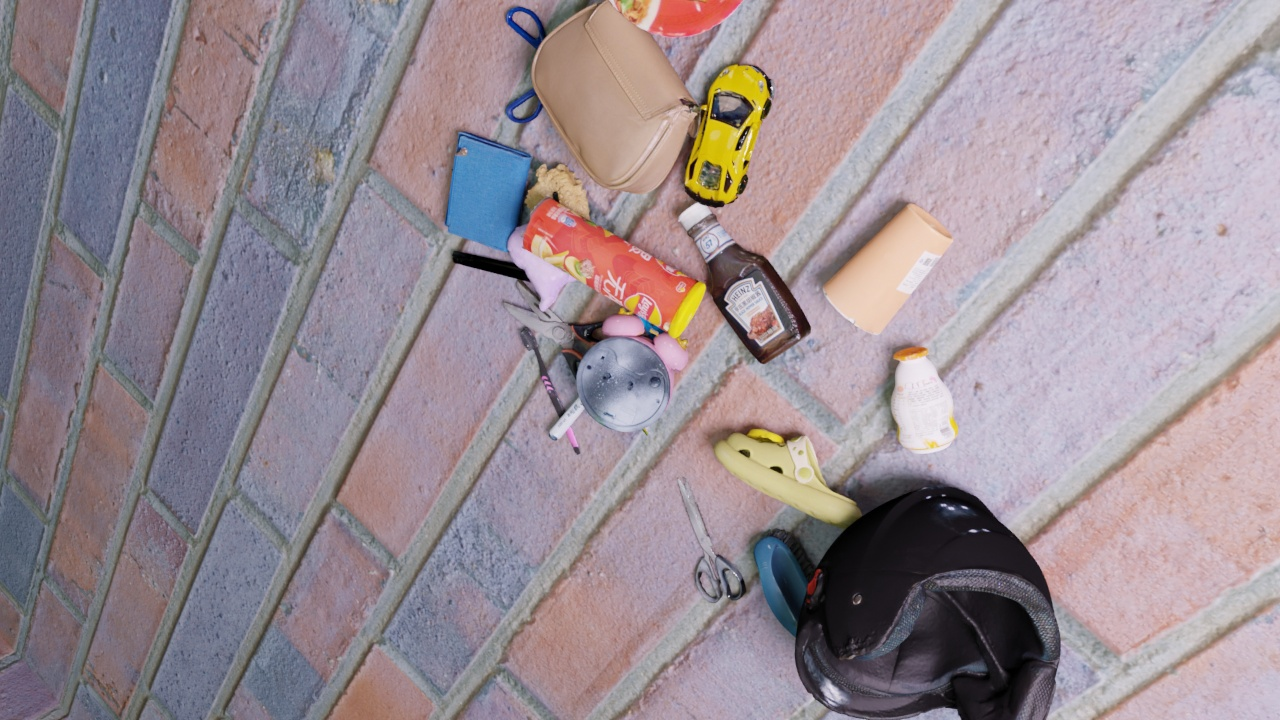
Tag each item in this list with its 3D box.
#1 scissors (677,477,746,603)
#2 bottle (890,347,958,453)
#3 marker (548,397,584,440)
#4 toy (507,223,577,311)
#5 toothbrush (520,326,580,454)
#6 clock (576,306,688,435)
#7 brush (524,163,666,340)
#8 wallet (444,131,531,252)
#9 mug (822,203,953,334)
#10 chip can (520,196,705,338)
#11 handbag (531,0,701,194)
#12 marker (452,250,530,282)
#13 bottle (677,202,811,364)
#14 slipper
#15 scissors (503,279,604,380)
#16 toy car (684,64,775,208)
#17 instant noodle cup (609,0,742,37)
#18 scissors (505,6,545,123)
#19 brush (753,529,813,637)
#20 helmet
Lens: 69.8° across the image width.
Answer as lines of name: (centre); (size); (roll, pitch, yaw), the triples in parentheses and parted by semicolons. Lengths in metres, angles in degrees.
scissors: (0.092, 0.233, 1.188); (0.137, 0.014, 0.175); (21, 113, 24)
bottle: (0.296, 0.041, 0.971); (0.063, 0.063, 0.108); (-8, 104, 31)
marker: (-0.082, 0.058, 1.214); (0.022, 0.018, 0.131); (50, 118, 17)
toy: (-0.123, -0.129, 1.163); (0.084, 0.039, 0.108); (-37, 82, 7)
toothbrush: (-0.121, 0.043, 1.238); (0.014, 0.017, 0.189); (-17, 99, 32)
clock: (-0.007, 0.006, 1.107); (0.117, 0.059, 0.159); (26, 109, 9)
brush: (-0.051, -0.131, 1.128); (0.083, 0.045, 0.254); (-38, 90, 30)
wallet: (-0.199, -0.216, 1.178); (0.106, 0.040, 0.133); (21, 116, 12)
mug: (0.257, -0.096, 0.942); (0.078, 0.078, 0.123); (44, 118, 10)
chip can: (-0.032, -0.109, 1.062); (0.216, 0.073, 0.073); (31, 120, 11)
handbag: (-0.024, -0.288, 1.010); (0.148, 0.099, 0.204); (-39, 74, 31)
marker: (-0.193, -0.126, 1.216); (0.132, 0.020, 0.022); (15, 157, 25)
bottle: (0.112, -0.093, 1.042); (0.080, 0.043, 0.195); (-37, 87, 36)
slipper: (0.179, 0.128, 1.068); (0.191, 0.091, 0.081); (27, 81, 28)
scissors: (-0.083, -0.031, 1.181); (0.216, 0.015, 0.195); (-12, 89, 26)
toy car: (0.093, -0.245, 1.000); (0.071, 0.041, 0.156); (27, 117, 19)
instant noodle cup: (0.046, -0.431, 0.929); (0.194, 0.065, 0.194); (11, 116, 23)
scissors: (-0.107, -0.345, 1.096); (0.173, 0.012, 0.163); (44, 120, 8)
brush: (0.181, 0.281, 1.115); (0.055, 0.073, 0.144); (-26, 94, 38)
helmet: (0.290, 0.265, 0.958); (0.233, 0.229, 0.276); (36, 129, -15)
